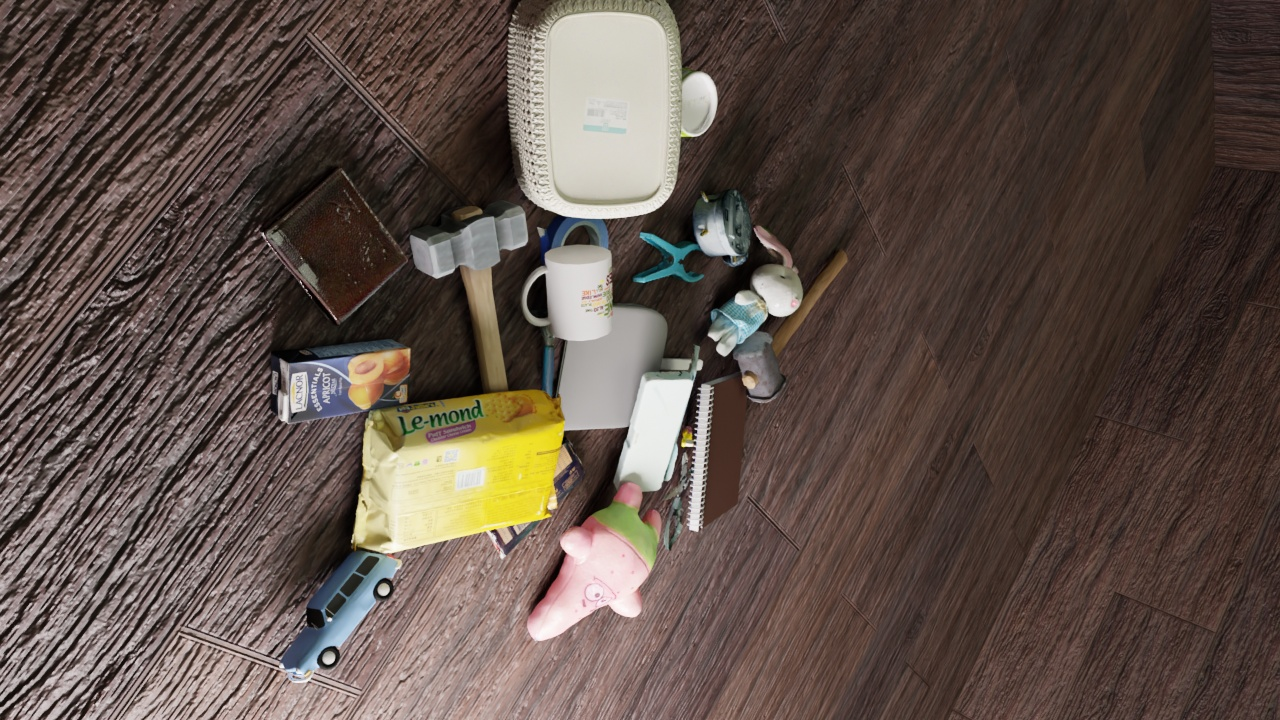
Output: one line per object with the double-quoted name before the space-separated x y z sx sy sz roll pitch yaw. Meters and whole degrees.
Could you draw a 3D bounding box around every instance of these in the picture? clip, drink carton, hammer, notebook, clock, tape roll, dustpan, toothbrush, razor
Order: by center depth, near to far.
"drink carton" -0.291 0.017 0.891 0.129 0.040 0.064 -9 112 -45
"hammer" -0.167 -0.012 1.012 0.117 0.051 0.323 -27 127 -35
"tape roll" -0.077 -0.132 1.081 0.092 0.016 0.091 -33 128 -35
"razor" -0.112 0.006 1.096 0.042 0.022 0.144 -18 119 -41
"clip" 0.044 -0.147 1.204 0.126 0.028 0.113 12 99 -48
"dustpan" -0.007 0.007 1.207 0.257 0.033 0.163 1 106 -39
"clock" 0.117 -0.178 1.232 0.129 0.052 0.090 20 69 -55
"toothbrush" 0.066 0.107 1.278 0.135 0.016 0.021 -36 133 -85
"notebook" 0.116 0.129 1.344 0.171 0.022 0.209 -13 110 -63
"hammer" 0.243 -0.071 1.416 0.327 0.052 0.098 -50 133 -33

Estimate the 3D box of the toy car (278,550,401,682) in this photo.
"toy car" -0.311 0.257 0.942 0.055 0.056 0.153 52 54 -22

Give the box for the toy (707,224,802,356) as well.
"toy" 0.170 -0.088 1.304 0.205 0.106 0.131 -50 133 -24

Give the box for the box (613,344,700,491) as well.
"box" 0.026 0.081 1.222 0.125 0.075 0.198 -54 163 -54

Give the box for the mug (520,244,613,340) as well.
"mug" -0.083 -0.075 1.036 0.105 0.073 0.090 -8 115 -16

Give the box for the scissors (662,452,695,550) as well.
"scissors" 0.078 0.177 1.354 0.203 0.015 0.202 -47 153 -37

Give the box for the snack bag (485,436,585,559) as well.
"snack bag" -0.132 0.168 1.142 0.154 0.018 0.075 -43 133 -27

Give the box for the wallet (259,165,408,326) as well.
"wallet" -0.283 -0.106 0.859 0.099 0.031 0.120 -50 135 -26

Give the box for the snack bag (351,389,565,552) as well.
"snack bag" -0.186 0.120 0.992 0.246 0.068 0.160 -7 118 -37

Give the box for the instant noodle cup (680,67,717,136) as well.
"instant noodle cup" 0.025 -0.299 1.055 0.098 0.108 0.099 -21 120 -40

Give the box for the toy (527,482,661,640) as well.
"toy" -0.059 0.278 1.214 0.236 0.097 0.192 -46 128 -13

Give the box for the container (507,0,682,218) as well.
"container" -0.042 -0.260 0.934 0.184 0.142 0.246 -4 112 -8
